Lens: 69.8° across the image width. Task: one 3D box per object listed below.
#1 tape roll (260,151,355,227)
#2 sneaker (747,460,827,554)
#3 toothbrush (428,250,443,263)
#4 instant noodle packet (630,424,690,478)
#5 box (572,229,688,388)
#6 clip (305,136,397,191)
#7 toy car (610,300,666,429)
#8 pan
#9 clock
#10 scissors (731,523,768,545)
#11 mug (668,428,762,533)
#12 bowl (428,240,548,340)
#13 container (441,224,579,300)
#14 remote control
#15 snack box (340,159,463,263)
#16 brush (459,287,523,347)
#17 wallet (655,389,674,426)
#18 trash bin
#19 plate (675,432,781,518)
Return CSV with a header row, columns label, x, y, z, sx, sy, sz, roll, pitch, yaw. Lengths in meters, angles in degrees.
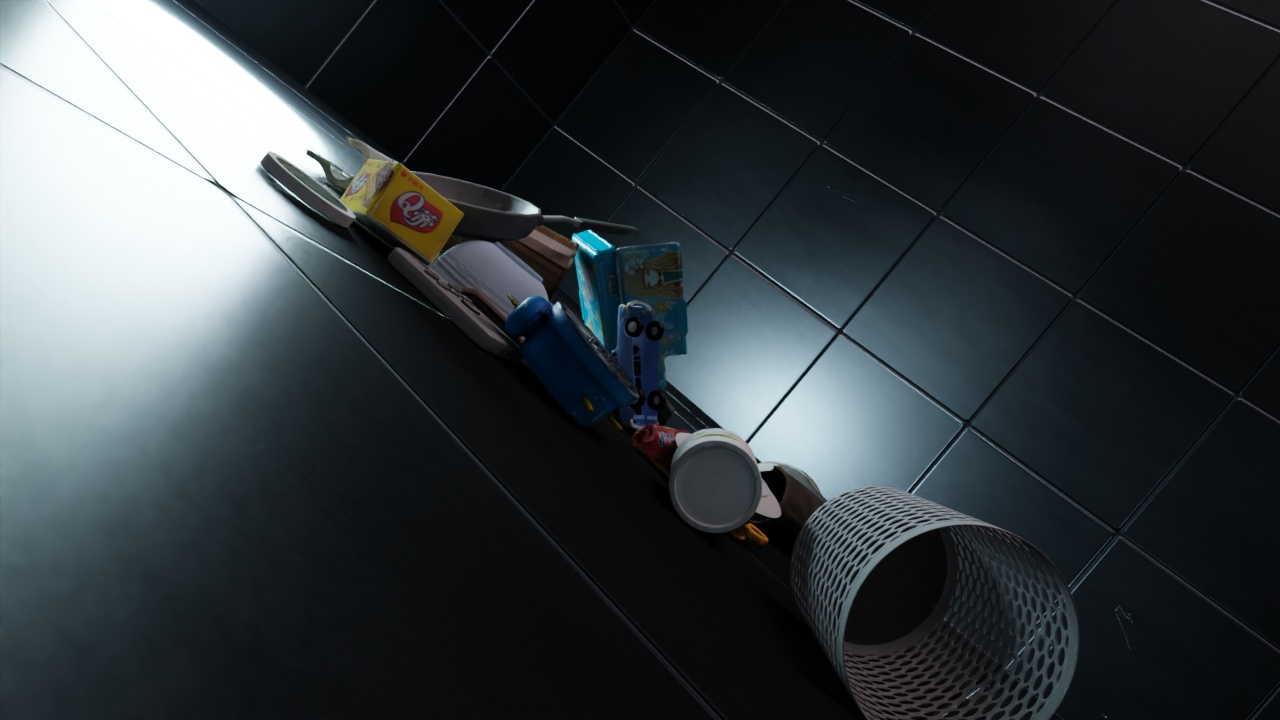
label,x,y,z,sx,sy,sz,roll,pitch,yaw
tape roll,-0.301,-0.155,0.834,0.093,0.013,0.093,40,2,-2
sneaker,0.175,0.178,1.218,0.120,0.095,0.234,39,9,-22
toothbrush,-0.215,-0.100,1.139,0.185,0.022,0.024,40,37,-56
instant noodle packet,0.060,0.117,0.974,0.135,0.040,0.098,42,17,31
box,-0.023,-0.061,1.289,0.172,0.084,0.227,12,-56,30
clip,-0.318,-0.221,1.122,0.152,0.104,0.126,30,4,4
toy car,-0.006,0.006,1.092,0.055,0.153,0.056,-6,-8,36
pan,-0.140,-0.174,1.127,0.356,0.041,0.179,2,21,-42
clock,-0.068,-0.006,0.858,0.161,0.060,0.117,50,3,24
scissors,0.104,0.176,0.966,0.065,0.013,0.128,36,3,13
mug,0.067,0.106,0.825,0.082,0.082,0.106,40,3,2
bowl,-0.157,-0.083,1.021,0.150,0.075,0.150,40,1,-1
container,-0.187,-0.147,1.229,0.167,0.132,0.132,32,4,-13
remote control,-0.173,-0.054,0.856,0.151,0.019,0.074,40,2,22
snack box,-0.240,-0.150,0.915,0.083,0.061,0.106,38,-9,-35
brush,-0.136,-0.025,0.936,0.050,0.015,0.135,9,-32,53
wallet,-0.023,0.038,1.175,0.131,0.054,0.100,38,-8,22
trash bin,0.200,0.178,0.680,0.156,0.156,0.183,39,-1,-5
plate,0.094,0.114,0.951,0.134,0.011,0.134,34,12,-9
